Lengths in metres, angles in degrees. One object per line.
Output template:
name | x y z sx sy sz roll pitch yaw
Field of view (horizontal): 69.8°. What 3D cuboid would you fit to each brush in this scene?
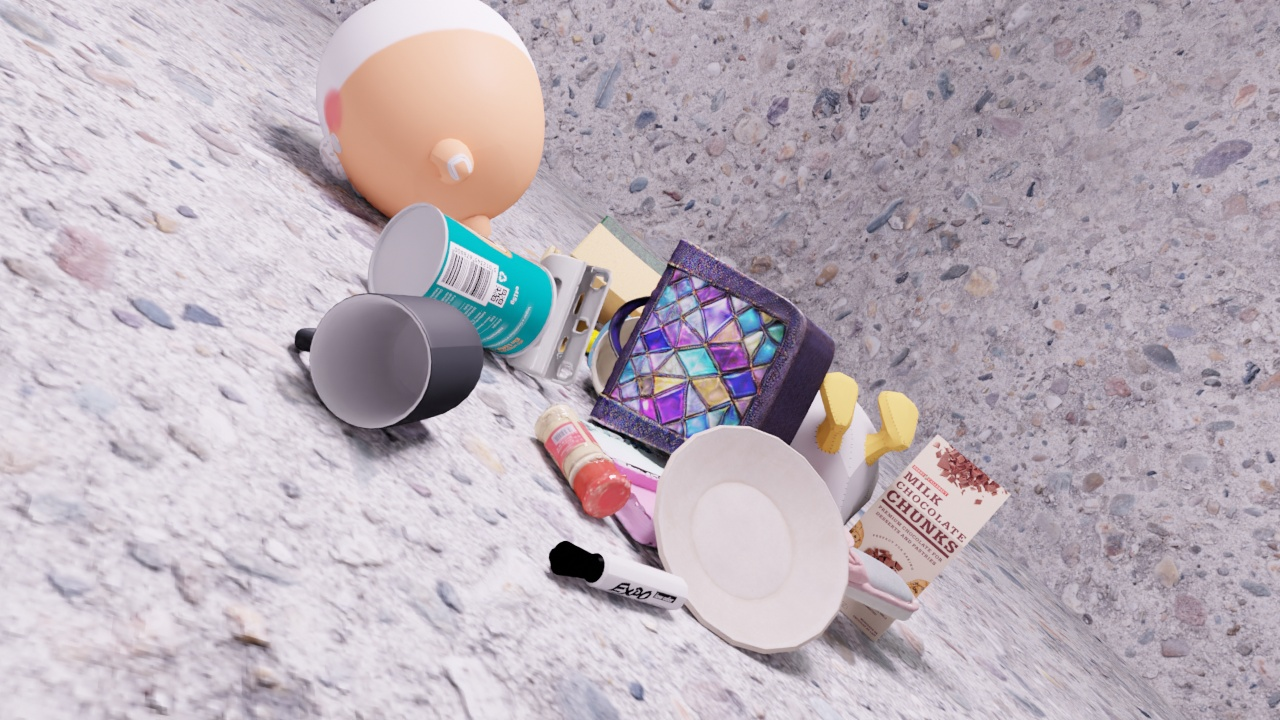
brush | 0.013 -0.072 1.292 0.250 0.075 0.195 39 -15 11

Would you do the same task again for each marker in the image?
marker | -0.015 0.148 0.631 0.125 0.025 0.025 29 14 -41

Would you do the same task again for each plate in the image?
plate | 0.089 0.146 0.757 0.188 0.027 0.188 13 59 -24

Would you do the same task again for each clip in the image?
clip | -0.106 -0.048 0.929 0.148 0.125 0.081 17 -10 34

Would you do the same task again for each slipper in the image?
slipper | 0.171 0.171 0.876 0.274 0.054 0.114 30 13 -26

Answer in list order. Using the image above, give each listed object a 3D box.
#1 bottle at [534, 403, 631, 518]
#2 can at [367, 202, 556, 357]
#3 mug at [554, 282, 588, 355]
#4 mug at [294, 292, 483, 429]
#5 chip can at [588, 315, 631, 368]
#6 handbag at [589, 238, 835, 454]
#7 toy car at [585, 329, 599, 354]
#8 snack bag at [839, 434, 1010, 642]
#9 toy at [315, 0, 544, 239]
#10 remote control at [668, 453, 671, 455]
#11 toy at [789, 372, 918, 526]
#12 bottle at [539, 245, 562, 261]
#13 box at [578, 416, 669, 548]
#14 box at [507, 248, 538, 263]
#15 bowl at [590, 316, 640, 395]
bottle | -0.049 0.080 0.753 0.044 0.044 0.109 28 14 -44
can | -0.162 -0.070 0.849 0.143 0.099 0.099 26 17 -50
mug | -0.119 -0.062 1.054 0.112 0.084 0.104 3 18 -20
mug | -0.174 -0.004 0.616 0.122 0.085 0.094 11 4 13
chip can | 0.042 0.029 1.166 0.213 0.087 0.087 33 12 -25
handbag | 0.061 0.000 0.936 0.222 0.205 0.125 28 2 29
toy car | -0.053 -0.017 1.190 0.107 0.030 0.049 35 10 -28
snack bag | 0.287 0.188 0.985 0.094 0.206 0.069 42 11 19
toy | -0.238 -0.274 1.060 0.263 0.265 0.280 87 -20 -61
remote control | 0.040 0.070 1.049 0.028 0.060 0.114 43 4 -27
toy | 0.185 0.114 1.040 0.141 0.268 0.246 18 56 -18
bottle | -0.089 -0.127 1.487 0.161 0.046 0.072 35 11 -18
box | 0.037 0.128 0.858 0.230 0.035 0.159 28 16 -45
box | -0.169 -0.132 1.247 0.186 0.053 0.058 22 51 -53
bowl | -0.006 0.006 1.056 0.115 0.115 0.062 36 -4 -14
